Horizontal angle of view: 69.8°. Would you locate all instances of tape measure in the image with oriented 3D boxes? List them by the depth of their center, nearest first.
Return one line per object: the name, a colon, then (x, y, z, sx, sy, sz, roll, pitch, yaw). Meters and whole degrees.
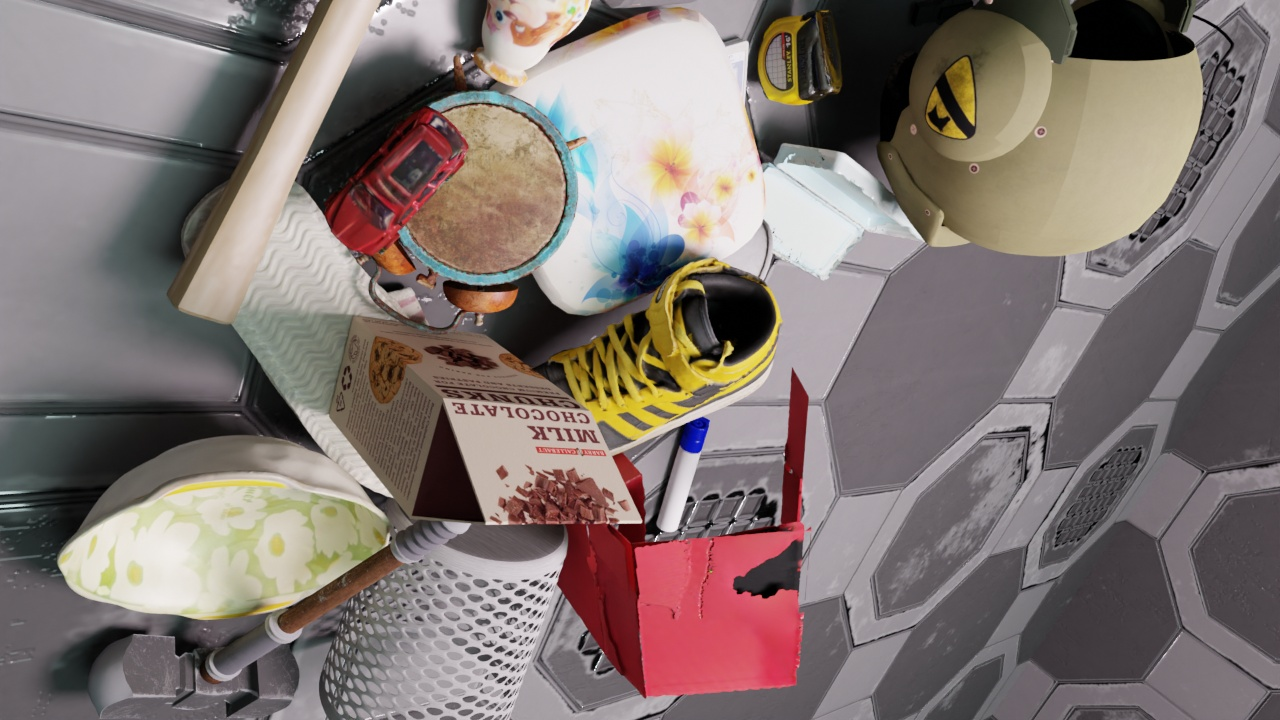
tape measure: (0.123, -0.232, 0.711, 0.037, 0.064, 0.065, -17, 99, -43)

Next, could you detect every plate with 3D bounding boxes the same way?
plate: (-0.005, -0.132, 0.639, 0.187, 0.016, 0.187, -25, 118, -7)

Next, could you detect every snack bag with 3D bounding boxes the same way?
snack bag: (-0.094, 0.045, 0.531, 0.094, 0.206, 0.070, 8, 105, -39)

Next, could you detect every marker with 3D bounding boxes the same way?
marker: (0.044, 0.119, 0.950, 0.027, 0.023, 0.133, -32, 143, -53)

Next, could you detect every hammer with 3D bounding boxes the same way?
hammer: (-0.166, -0.167, 0.486, 0.117, 0.051, 0.323, 21, 101, -47)
hammer: (-0.217, 0.164, 0.621, 0.323, 0.043, 0.156, -33, 146, 22)

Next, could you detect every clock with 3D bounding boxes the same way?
clock: (-0.111, -0.093, 0.574, 0.121, 0.073, 0.158, 28, 95, -21)

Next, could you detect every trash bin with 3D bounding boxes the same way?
trash bin: (-0.152, 0.194, 0.727, 0.156, 0.156, 0.183, 4, 115, -45)

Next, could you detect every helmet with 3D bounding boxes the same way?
helmet: (0.302, -0.200, 0.736, 0.249, 0.256, 0.233, -20, 129, -30)

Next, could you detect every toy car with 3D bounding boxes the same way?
toy car: (-0.135, -0.098, 0.508, 0.091, 0.036, 0.042, -44, 107, 9)

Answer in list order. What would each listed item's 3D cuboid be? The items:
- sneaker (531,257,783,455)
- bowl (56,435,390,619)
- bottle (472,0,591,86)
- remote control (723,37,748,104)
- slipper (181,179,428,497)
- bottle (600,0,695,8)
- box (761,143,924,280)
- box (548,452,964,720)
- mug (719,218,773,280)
sneaker: (-0.004, 0.004, 0.668, 0.238, 0.086, 0.122, -19, 160, -12)
bowl: (-0.260, 0.100, 0.587, 0.188, 0.060, 0.220, -3, 148, -22)
bottle: (-0.063, -0.220, 0.550, 0.063, 0.063, 0.109, 4, 132, -45)
remote control: (0.061, -0.184, 0.733, 0.050, 0.011, 0.136, -25, 135, -27)
slipper: (-0.193, -0.011, 0.605, 0.115, 0.052, 0.263, -42, 130, -15)
bottle: (0.017, -0.259, 0.604, 0.112, 0.047, 0.047, -18, 132, -32)
box: (0.172, -0.128, 0.830, 0.122, 0.078, 0.197, -44, 146, 23)
box: (0.036, 0.188, 0.728, 0.123, 0.378, 0.212, -42, 143, -36)
mug: (0.046, -0.084, 0.748, 0.070, 0.113, 0.084, 20, 64, -29)
